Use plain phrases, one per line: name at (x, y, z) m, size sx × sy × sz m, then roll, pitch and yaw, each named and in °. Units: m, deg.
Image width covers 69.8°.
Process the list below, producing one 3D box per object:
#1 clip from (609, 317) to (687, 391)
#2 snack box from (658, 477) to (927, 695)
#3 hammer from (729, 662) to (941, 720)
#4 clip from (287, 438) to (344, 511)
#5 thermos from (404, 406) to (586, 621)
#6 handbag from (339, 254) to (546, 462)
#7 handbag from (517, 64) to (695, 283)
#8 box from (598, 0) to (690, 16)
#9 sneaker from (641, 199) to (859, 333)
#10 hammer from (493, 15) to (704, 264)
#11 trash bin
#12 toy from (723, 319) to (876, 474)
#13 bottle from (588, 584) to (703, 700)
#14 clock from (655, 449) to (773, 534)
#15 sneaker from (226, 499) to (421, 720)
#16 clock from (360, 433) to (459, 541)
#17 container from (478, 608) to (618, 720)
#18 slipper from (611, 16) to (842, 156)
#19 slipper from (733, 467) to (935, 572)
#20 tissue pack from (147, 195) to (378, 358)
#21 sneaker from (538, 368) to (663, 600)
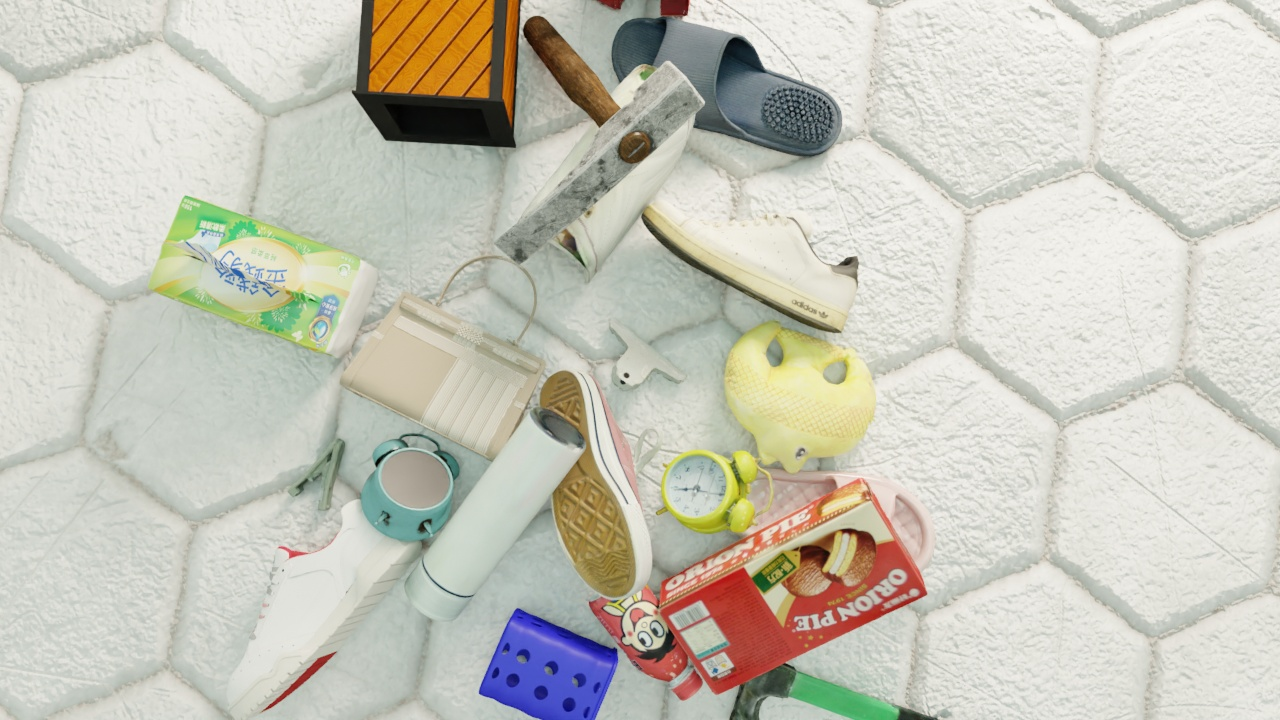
clip at (-0.004, 0.004, 0.964) m, size 0.101 × 0.044 × 0.054 m, roll 38°, pitch 72°, yaw 1°
snack box at (0.145, 0.222, 0.899) m, size 0.237 × 0.060 × 0.113 m, roll -30°, pitch 102°, yaw 13°
hammer at (0.261, 0.371, 0.952) m, size 0.319 × 0.032 × 0.130 m, roll 21°, pitch 85°, yaw -2°
clip at (-0.327, 0.114, 0.947) m, size 0.061 × 0.023 × 0.075 m, roll 28°, pitch 87°, yaw -2°
thermos at (-0.144, 0.152, 0.899) m, size 0.068 × 0.067 × 0.230 m, roll 36°, pitch 103°, yaw 0°
handbag at (-0.180, -0.020, 0.950) m, size 0.175 × 0.062 × 0.197 m, roll 26°, pitch 80°, yaw 0°
handbag at (-0.035, -0.186, 0.924) m, size 0.096 × 0.142 × 0.198 m, roll 36°, pitch 84°, yaw 2°
box at (-0.005, -0.450, 0.937) m, size 0.127 × 0.157 × 0.137 m, roll 6°, pitch 84°, yaw 2°
sneaker at (0.122, -0.120, 0.949) m, size 0.241 × 0.089 × 0.102 m, roll 28°, pitch 94°, yaw -5°
hammer at (-0.087, -0.244, 0.893) m, size 0.218 × 0.037 × 0.300 m, roll -41°, pitch 44°, yaw 9°
trash bin at (-0.197, -0.323, 0.925) m, size 0.139 × 0.140 × 0.171 m, roll 3°, pitch 86°, yaw -3°
toy at (0.166, 0.041, 0.957) m, size 0.170 × 0.065 × 0.154 m, roll 20°, pitch 72°, yaw -7°
bottle at (0.010, 0.281, 0.930) m, size 0.062 × 0.062 × 0.137 m, roll -39°, pitch 88°, yaw -5°
clock at (0.076, 0.131, 0.924) m, size 0.119 × 0.057 × 0.083 m, roll -1°, pitch 72°, yaw 20°
sneaker at (-0.335, 0.237, 0.909) m, size 0.104 × 0.090 × 0.236 m, roll 40°, pitch 86°, yaw 9°
clock at (-0.227, 0.120, 0.916) m, size 0.090 × 0.053 × 0.124 m, roll 17°, pitch 44°, yaw -18°
container at (-0.091, 0.309, 0.912) m, size 0.113 × 0.085 × 0.084 m, roll 23°, pitch 84°, yaw 0°
slipper at (0.092, -0.291, 0.966) m, size 0.263 × 0.082 × 0.101 m, roll 22°, pitch 87°, yaw -1°
slipper at (0.197, 0.163, 0.951) m, size 0.221 × 0.056 × 0.106 m, roll 12°, pitch 84°, yaw 1°
tissue pack at (-0.376, -0.084, 0.898) m, size 0.197 × 0.141 × 0.120 m, roll 14°, pitch 85°, yaw -2°
sneaker at (-0.035, 0.122, 0.927) m, size 0.118 × 0.087 × 0.240 m, roll -28°, pitch 65°, yaw 27°
